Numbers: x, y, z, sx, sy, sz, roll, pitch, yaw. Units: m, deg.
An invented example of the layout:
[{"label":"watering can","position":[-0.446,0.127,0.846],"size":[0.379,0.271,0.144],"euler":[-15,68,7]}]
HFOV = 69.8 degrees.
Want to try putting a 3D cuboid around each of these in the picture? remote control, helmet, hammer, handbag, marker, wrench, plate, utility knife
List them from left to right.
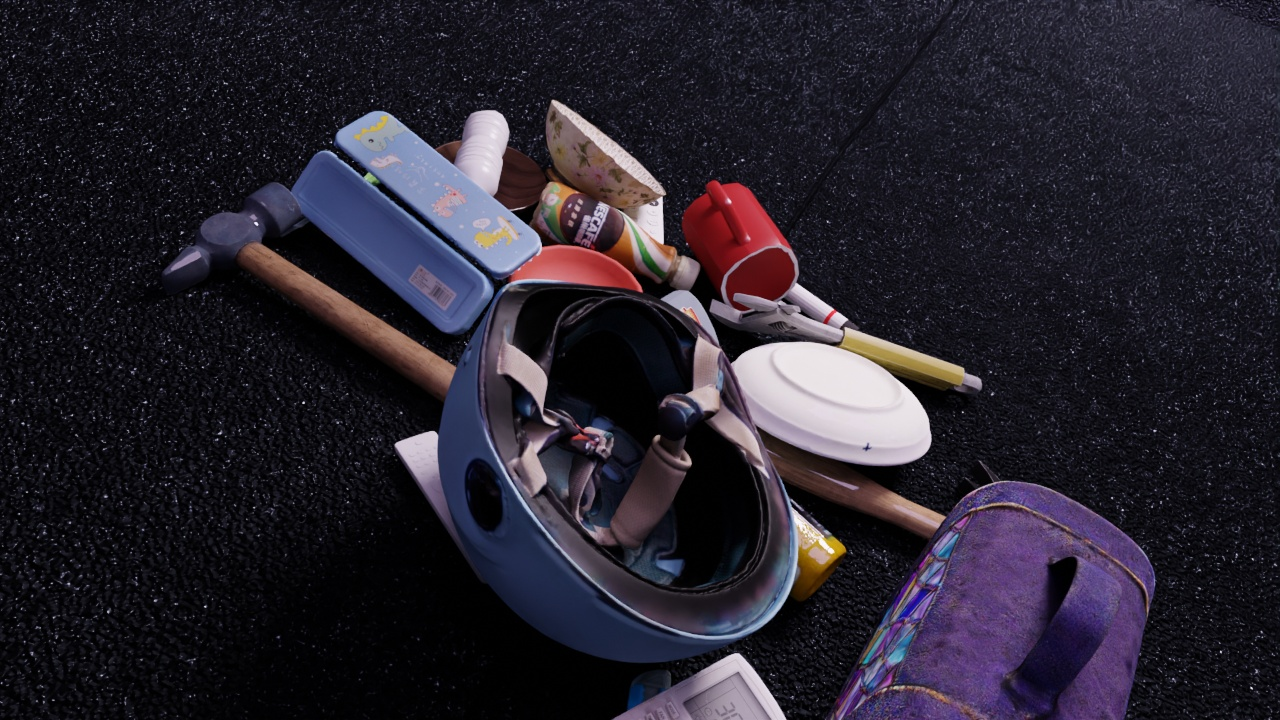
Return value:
[{"label":"hammer","position":[-0.225,-0.026,0.733],"size":[0.322,0.040,0.129],"euler":[32,53,11]},{"label":"remote control","position":[-0.131,0.102,0.651],"size":[0.033,0.012,0.131],"euler":[-18,54,-37]},{"label":"helmet","position":[-0.021,0.081,0.595],"size":[0.225,0.167,0.265],"euler":[2,47,-37]},{"label":"remote control","position":[0.001,-0.152,0.962],"size":[0.043,0.013,0.136],"euler":[10,43,-10]},{"label":"utility knife","position":[0.002,0.267,0.528],"size":[0.031,0.015,0.197],"euler":[12,44,-7]},{"label":"remote control","position":[0.030,0.228,0.553],"size":[0.138,0.026,0.060],"euler":[-11,55,-42]},{"label":"marker","position":[0.173,-0.053,0.917],"size":[0.145,0.019,0.019],"euler":[39,46,20]},{"label":"plate","position":[0.163,0.025,0.783],"size":[0.182,0.034,0.182],"euler":[11,25,-6]},{"label":"hammer","position":[0.165,0.097,0.749],"size":[0.305,0.040,0.132],"euler":[25,46,7]},{"label":"wrench","position":[0.197,-0.013,0.861],"size":[0.273,0.084,0.018],"euler":[18,73,-12]},{"label":"handbag","position":[0.196,0.189,0.523],"size":[0.125,0.223,0.204],"euler":[33,45,14]}]

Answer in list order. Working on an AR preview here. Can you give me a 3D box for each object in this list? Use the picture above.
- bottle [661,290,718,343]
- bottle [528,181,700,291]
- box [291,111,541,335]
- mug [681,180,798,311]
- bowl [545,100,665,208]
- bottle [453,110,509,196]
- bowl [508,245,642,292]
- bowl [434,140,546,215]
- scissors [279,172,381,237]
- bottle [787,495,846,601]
[{"label":"bottle","position":[-0.004,0.004,0.759],"size":[0.160,0.046,0.072],"euler":[-34,102,-38]},{"label":"bottle","position":[-0.023,-0.113,0.881],"size":[0.167,0.059,0.059],"euler":[24,42,-7]},{"label":"box","position":[-0.196,-0.125,0.791],"size":[0.209,0.039,0.126],"euler":[39,80,11]},{"label":"mug","position":[0.091,-0.117,0.881],"size":[0.080,0.116,0.096],"euler":[-29,52,3]},{"label":"bowl","position":[-0.049,-0.192,0.927],"size":[0.145,0.063,0.145],"euler":[37,16,-13]},{"label":"bottle","position":[-0.153,-0.188,0.871],"size":[0.044,0.044,0.136],"euler":[11,43,-9]},{"label":"bowl","position":[-0.060,-0.052,0.820],"size":[0.122,0.035,0.121],"euler":[10,43,-10]},{"label":"bowl","position":[-0.155,-0.172,0.913],"size":[0.119,0.032,0.119],"euler":[10,43,-10]},{"label":"scissors","position":[-0.268,-0.157,0.859],"size":[0.065,0.033,0.173],"euler":[2,32,41]},{"label":"bottle","position":[0.069,0.099,0.697],"size":[0.053,0.053,0.186],"euler":[-28,59,-39]}]
